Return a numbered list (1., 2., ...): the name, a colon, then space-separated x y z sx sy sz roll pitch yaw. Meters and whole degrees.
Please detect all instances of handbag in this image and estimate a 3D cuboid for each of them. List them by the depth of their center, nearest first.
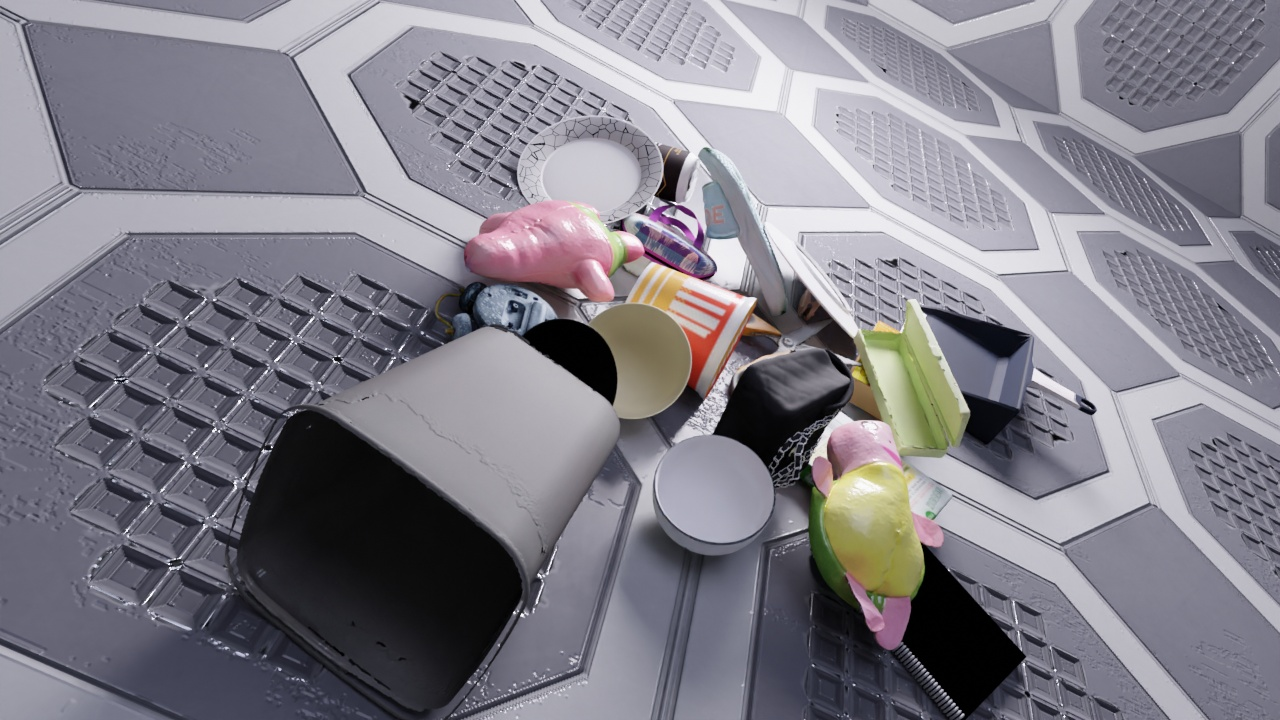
1. handbag: 0.153 0.072 0.913 0.124 0.154 0.114 -21 56 -30
2. handbag: 0.040 -0.161 1.202 0.144 0.068 0.169 30 30 -3

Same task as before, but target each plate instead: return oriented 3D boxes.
1. plate: -0.065 -0.245 1.196 0.188 0.016 0.188 -1 59 1
2. plate: 0.239 -0.110 1.237 0.208 0.015 0.208 45 18 -19

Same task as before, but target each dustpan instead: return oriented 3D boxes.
1. dustpan: 0.500 0.015 1.296 0.273 0.080 0.235 36 37 6

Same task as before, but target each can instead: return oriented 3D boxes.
1. can: 0.011 -0.264 1.259 0.128 0.072 0.071 18 35 11

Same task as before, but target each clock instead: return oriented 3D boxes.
1. clock: -0.145 -0.037 0.931 0.129 0.052 0.090 22 38 -13

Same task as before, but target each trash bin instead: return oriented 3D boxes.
1. trash bin: -0.139 0.098 0.679 0.197 0.198 0.219 36 30 4

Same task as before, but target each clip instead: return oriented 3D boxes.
1. clip: 0.230 -0.081 1.266 0.045 0.025 0.062 42 41 13

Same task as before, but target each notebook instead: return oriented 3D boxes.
1. notebook: 0.282 0.248 0.933 0.148 0.016 0.206 -14 56 -45

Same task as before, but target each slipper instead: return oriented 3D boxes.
1. slipper: 0.126 -0.168 1.210 0.245 0.074 0.104 67 11 2

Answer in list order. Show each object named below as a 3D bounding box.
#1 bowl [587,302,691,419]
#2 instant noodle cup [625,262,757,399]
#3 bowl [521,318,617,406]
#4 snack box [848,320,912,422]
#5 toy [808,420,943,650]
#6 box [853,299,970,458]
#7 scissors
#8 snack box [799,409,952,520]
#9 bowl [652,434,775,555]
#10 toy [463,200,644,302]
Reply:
1. bowl: -0.006 0.006 0.952 0.118 0.118 0.074 38 -5 8
2. instant noodle cup: 0.047 -0.040 1.020 0.121 0.124 0.123 28 36 8
3. bowl: -0.088 0.020 0.884 0.123 0.124 0.053 3 4 -33
4. snack box: 0.319 0.018 1.176 0.088 0.040 0.125 31 46 8
5. toy: 0.219 0.157 0.892 0.190 0.088 0.237 25 48 -25
6. box: 0.315 0.024 1.099 0.083 0.092 0.187 -11 47 1
7. scissors: 0.161 -0.013 1.120 0.225 0.016 0.224 19 44 2
8. snack box: 0.249 0.129 1.021 0.168 0.027 0.131 38 35 22
9. bowl: 0.065 0.132 0.859 0.113 0.063 0.113 4 55 -5
10. toy: -0.105 -0.122 1.013 0.192 0.097 0.236 32 30 26
